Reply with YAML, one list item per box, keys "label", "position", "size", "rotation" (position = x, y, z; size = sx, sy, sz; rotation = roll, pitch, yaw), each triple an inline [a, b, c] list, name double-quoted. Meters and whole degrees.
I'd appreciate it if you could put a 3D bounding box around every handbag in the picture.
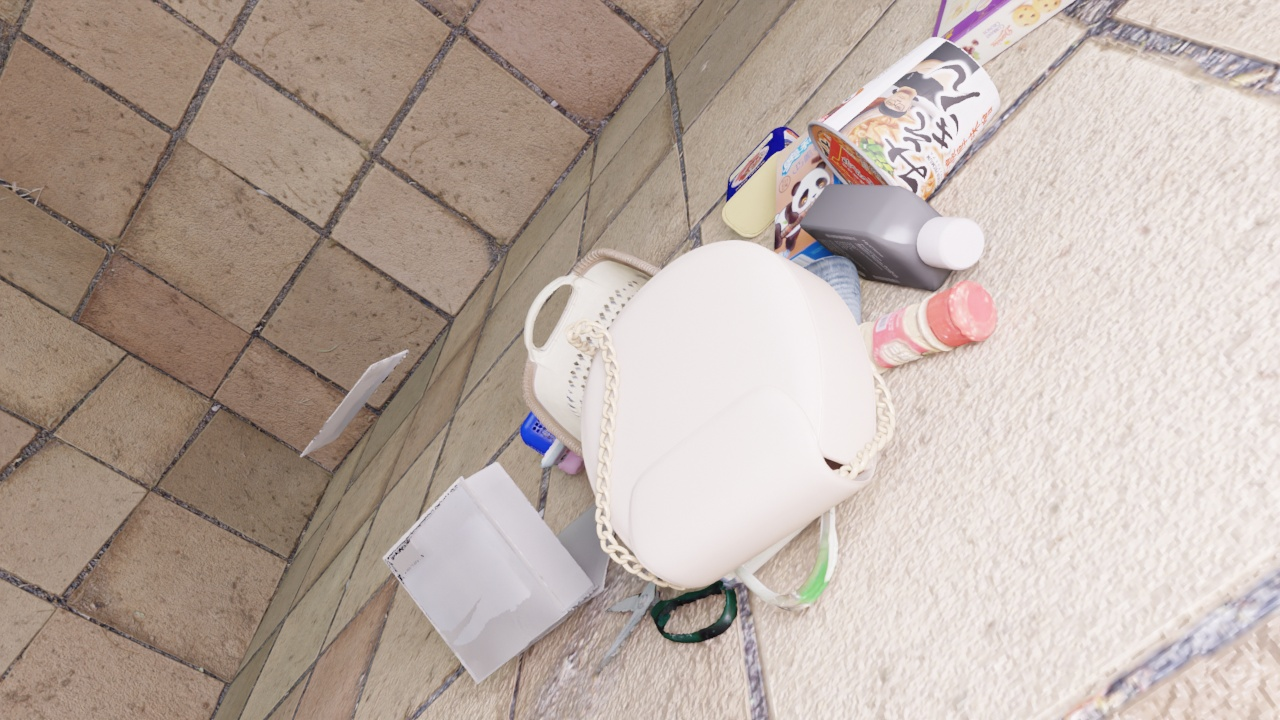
- label: "handbag"
  position: [0.047, 0.028, 0.623]
  size: [0.211, 0.103, 0.208]
  rotation: [-41, 49, 30]
- label: "handbag"
  position: [0.094, 0.100, 0.653]
  size: [0.151, 0.074, 0.175]
  rotation: [-46, 23, 24]

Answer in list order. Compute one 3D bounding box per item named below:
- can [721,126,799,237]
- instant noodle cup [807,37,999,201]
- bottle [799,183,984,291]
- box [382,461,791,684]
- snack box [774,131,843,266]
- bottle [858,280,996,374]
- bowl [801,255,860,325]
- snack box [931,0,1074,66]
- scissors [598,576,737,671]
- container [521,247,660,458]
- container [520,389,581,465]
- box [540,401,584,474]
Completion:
- label: "can"
  position: [0.152, -0.218, 1.108]
  size: [0.116, 0.056, 0.092]
  rotation: [-44, 19, 31]
- label: "instant noodle cup"
  position: [0.231, -0.202, 0.789]
  size: [0.122, 0.123, 0.123]
  rotation: [-44, 18, 4]
- label: "bottle"
  position: [0.200, -0.095, 0.714]
  size: [0.046, 0.083, 0.174]
  rotation: [-55, 18, 0]
- label: "box"
  position: [-0.046, 0.219, 1.015]
  size: [0.168, 0.421, 0.173]
  rotation: [-43, 58, 33]
- label: "snack box"
  position: [0.176, -0.167, 0.927]
  size: [0.087, 0.034, 0.151]
  rotation: [-32, 45, 50]
- label: "bottle"
  position: [0.198, -0.021, 0.652]
  size: [0.109, 0.044, 0.044]
  rotation: [-28, 32, 57]
- label: "bowl"
  position: [0.139, -0.012, 0.731]
  size: [0.137, 0.137, 0.057]
  rotation: [-50, 58, 15]
- label: "snack box"
  position: [0.346, -0.351, 0.868]
  size: [0.144, 0.040, 0.147]
  rotation: [-31, 29, 52]
- label: "scissors"
  position: [0.033, 0.184, 0.755]
  size: [0.201, 0.015, 0.203]
  rotation: [-57, 19, -7]
- label: "container"
  position: [-0.005, 0.005, 0.885]
  size: [0.184, 0.142, 0.246]
  rotation: [-61, 33, 5]
- label: "container"
  position: [-0.107, 0.079, 1.172]
  size: [0.096, 0.058, 0.114]
  rotation: [-58, -6, -6]
- label: "box"
  position: [-0.039, 0.047, 1.075]
  size: [0.201, 0.038, 0.152]
  rotation: [-55, -5, 0]
